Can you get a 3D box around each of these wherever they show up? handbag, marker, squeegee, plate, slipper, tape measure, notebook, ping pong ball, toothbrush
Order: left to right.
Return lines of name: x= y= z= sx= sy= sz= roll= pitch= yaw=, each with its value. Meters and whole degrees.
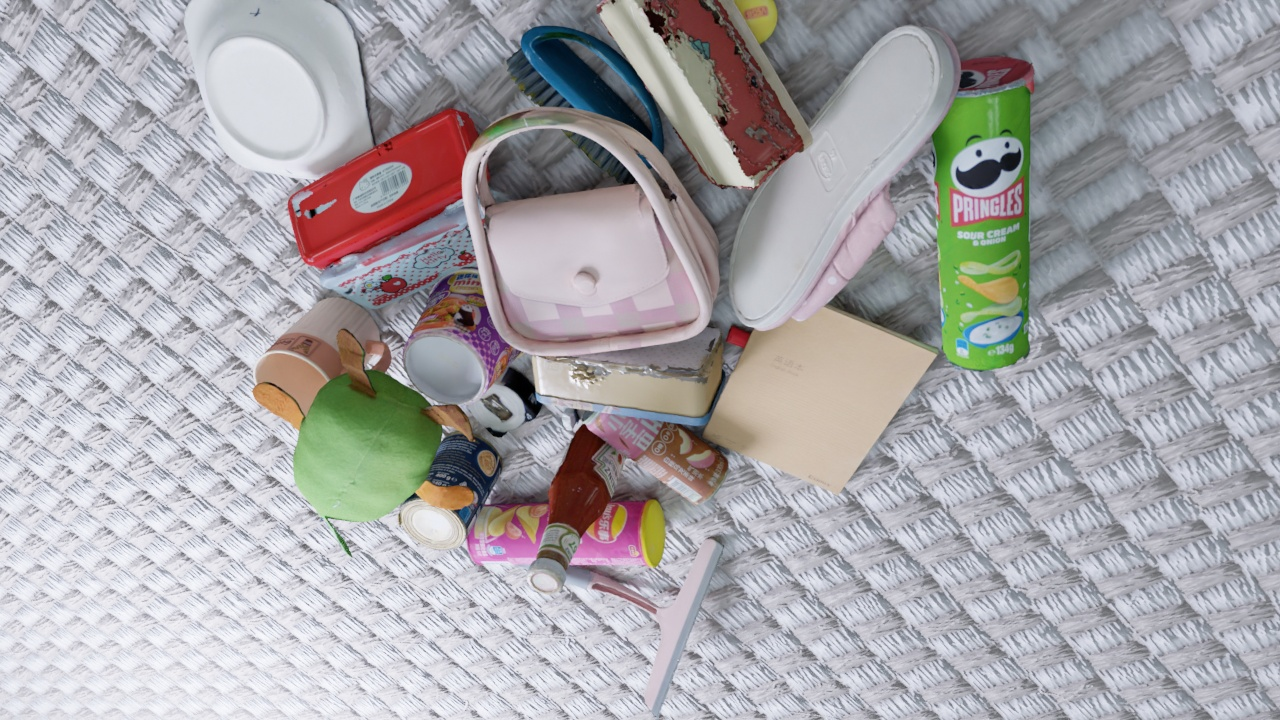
plate: x=-0.319 y=-0.231 z=0.801 sx=0.164 sy=0.034 sz=0.164 roll=6 pitch=125 yaw=10
tape measure: x=-0.143 y=0.041 z=0.940 sx=0.066 sy=0.033 sz=0.066 roll=-32 pitch=111 yaw=30
toothbrush: x=-0.088 y=-0.006 z=0.904 sx=0.016 sy=0.018 sz=0.181 roll=2 pitch=123 yaw=23
handbag: x=-0.049 y=-0.108 z=0.734 sx=0.193 sy=0.093 sz=0.234 roll=-5 pitch=141 yaw=16
squeegee: x=-0.054 y=0.262 z=1.067 sx=0.249 sy=0.040 sz=0.248 roll=21 pitch=111 yaw=7
ping pong ball: x=0.080 y=-0.250 z=0.670 sx=0.040 sy=0.040 sz=0.040 roll=8 pitch=126 yaw=11
marker: x=0.148 y=0.002 z=0.841 sx=0.145 sy=0.017 sz=0.017 roll=21 pitch=127 yaw=0
notebook: x=0.156 y=0.034 z=0.848 sx=0.149 sy=0.012 sz=0.212 roll=22 pitch=135 yaw=2
slipper: x=0.151 y=-0.127 z=0.700 sx=0.054 sy=0.114 sz=0.275 roll=3 pitch=138 yaw=-30

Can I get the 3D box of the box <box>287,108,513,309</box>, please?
box: x=-0.205 y=-0.128 z=0.830 sx=0.202 sy=0.098 sz=0.118 roll=-21 pitch=81 yaw=20

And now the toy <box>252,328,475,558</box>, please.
toy: x=-0.254 y=0.079 z=0.854 sx=0.227 sy=0.089 sz=0.247 roll=33 pitch=129 yaw=-11

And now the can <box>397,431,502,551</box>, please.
can: x=-0.201 y=0.139 z=0.977 sx=0.075 sy=0.110 sz=0.075 roll=8 pitch=126 yaw=10

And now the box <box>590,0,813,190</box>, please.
box: x=0.041 y=-0.203 z=0.668 sx=0.076 sy=0.091 sz=0.168 roll=-41 pitch=111 yaw=-8

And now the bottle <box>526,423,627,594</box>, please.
bottle: x=-0.061 y=0.137 z=0.877 sx=0.060 sy=0.205 sz=0.060 roll=7 pitch=124 yaw=10

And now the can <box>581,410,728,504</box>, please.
can: x=0.016 y=0.081 z=0.908 sx=0.147 sy=0.057 sz=0.058 roll=37 pitch=126 yaw=-11

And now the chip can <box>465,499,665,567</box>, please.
chip can: x=-0.083 y=0.189 z=1.004 sx=0.211 sy=0.071 sz=0.071 roll=-4 pitch=123 yaw=19

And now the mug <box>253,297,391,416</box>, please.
mug: x=-0.303 y=-0.003 z=0.910 sx=0.115 sy=0.105 sz=0.082 roll=4 pitch=125 yaw=13

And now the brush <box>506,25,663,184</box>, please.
brush: x=-0.035 y=-0.208 z=0.722 sx=0.144 sy=0.055 sz=0.074 roll=42 pitch=125 yaw=-14

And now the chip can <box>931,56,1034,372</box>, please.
chip can: x=0.262 y=-0.105 z=0.701 sx=0.072 sy=0.072 sz=0.236 roll=-4 pitch=123 yaw=18

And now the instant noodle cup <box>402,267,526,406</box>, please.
instant noodle cup: x=-0.167 y=-0.018 z=0.867 sx=0.111 sy=0.099 sz=0.112 roll=7 pitch=124 yaw=10

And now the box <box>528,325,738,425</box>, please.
box: x=-0.005 y=0.005 z=0.839 sx=0.184 sy=0.089 sz=0.061 roll=10 pitch=125 yaw=17
